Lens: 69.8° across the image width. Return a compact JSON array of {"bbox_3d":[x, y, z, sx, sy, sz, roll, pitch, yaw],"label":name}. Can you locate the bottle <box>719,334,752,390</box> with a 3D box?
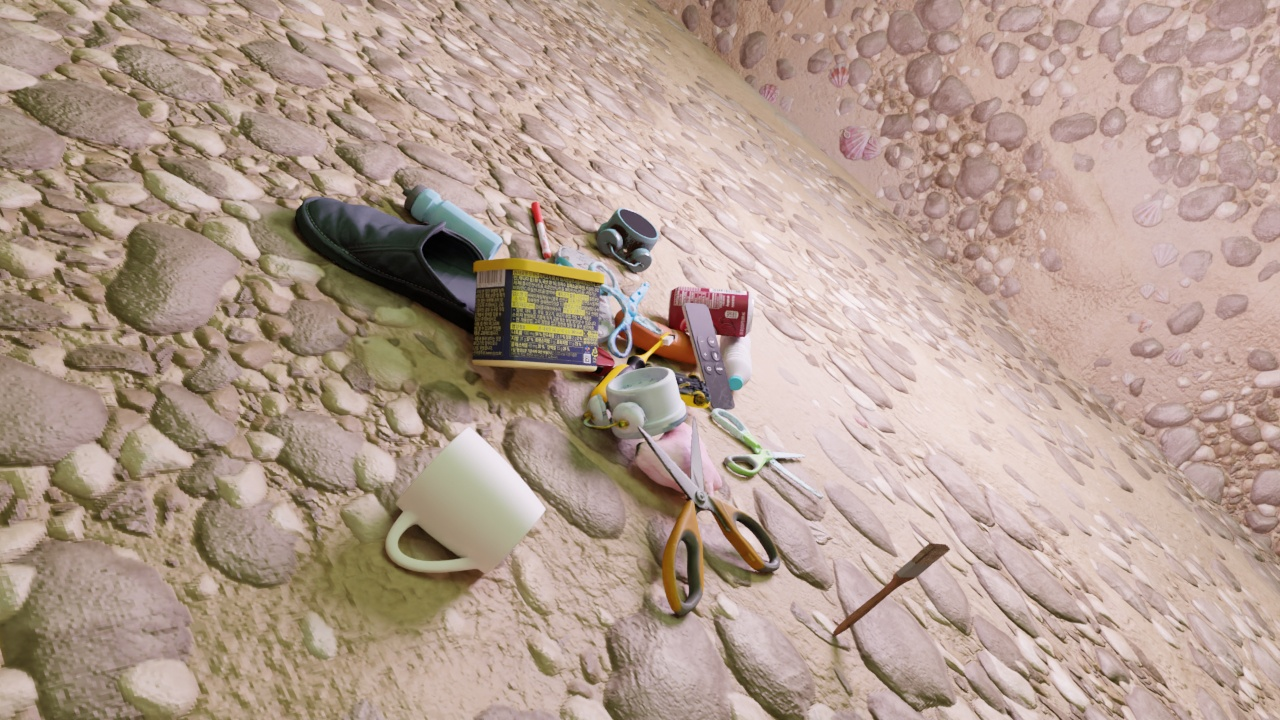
[{"bbox_3d":[0.130,0.000,1.255,0.044,0.044,0.136,31,26,-11],"label":"bottle"}]

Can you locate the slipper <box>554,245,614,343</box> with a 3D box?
[{"bbox_3d":[-0.067,-0.094,1.145,0.098,0.055,0.268,28,22,-12],"label":"slipper"}]

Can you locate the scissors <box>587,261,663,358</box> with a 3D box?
[{"bbox_3d":[-0.019,-0.056,1.097,0.134,0.011,0.139,37,47,-37],"label":"scissors"}]

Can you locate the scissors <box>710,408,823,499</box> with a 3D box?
[{"bbox_3d":[0.152,0.112,1.129,0.171,0.024,0.165,6,33,-50],"label":"scissors"}]

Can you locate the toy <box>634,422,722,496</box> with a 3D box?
[{"bbox_3d":[0.045,0.107,0.963,0.093,0.050,0.102,44,32,6],"label":"toy"}]

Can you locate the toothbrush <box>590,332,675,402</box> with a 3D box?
[{"bbox_3d":[-0.006,0.006,1.069,0.031,0.031,0.196,10,27,24],"label":"toothbrush"}]

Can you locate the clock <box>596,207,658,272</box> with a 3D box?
[{"bbox_3d":[-0.019,-0.178,1.360,0.090,0.053,0.124,29,29,-14],"label":"clock"}]

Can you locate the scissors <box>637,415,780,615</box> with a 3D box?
[{"bbox_3d":[0.067,0.156,0.895,0.229,0.016,0.224,36,41,-32],"label":"scissors"}]

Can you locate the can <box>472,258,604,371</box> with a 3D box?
[{"bbox_3d":[-0.106,-0.044,0.950,0.075,0.104,0.135,1,-2,42],"label":"can"}]

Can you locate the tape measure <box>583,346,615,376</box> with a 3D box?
[{"bbox_3d":[-0.055,0.001,1.051,0.051,0.019,0.059,21,19,-28],"label":"tape measure"}]

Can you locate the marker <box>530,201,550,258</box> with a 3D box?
[{"bbox_3d":[-0.137,-0.180,1.264,0.012,0.013,0.142,21,30,-28],"label":"marker"}]

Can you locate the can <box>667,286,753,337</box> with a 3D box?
[{"bbox_3d":[0.096,-0.067,1.260,0.114,0.063,0.063,5,28,4],"label":"can"}]

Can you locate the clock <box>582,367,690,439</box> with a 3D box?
[{"bbox_3d":[-0.006,0.050,0.962,0.117,0.057,0.083,-25,21,-34],"label":"clock"}]

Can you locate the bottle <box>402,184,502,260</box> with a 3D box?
[{"bbox_3d":[-0.228,-0.165,1.093,0.130,0.040,0.040,35,26,-3],"label":"bottle"}]

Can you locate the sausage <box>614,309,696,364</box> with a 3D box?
[{"bbox_3d":[0.033,-0.027,1.179,0.164,0.044,0.039,18,3,-36],"label":"sausage"}]

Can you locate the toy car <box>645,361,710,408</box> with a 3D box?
[{"bbox_3d":[0.035,0.031,1.099,0.107,0.030,0.049,15,31,-12],"label":"toy car"}]

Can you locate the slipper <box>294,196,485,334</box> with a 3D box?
[{"bbox_3d":[-0.225,-0.116,0.967,0.265,0.084,0.108,29,29,-11],"label":"slipper"}]

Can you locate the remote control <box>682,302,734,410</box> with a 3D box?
[{"bbox_3d":[0.087,-0.005,1.180,0.045,0.008,0.146,2,68,-43],"label":"remote control"}]

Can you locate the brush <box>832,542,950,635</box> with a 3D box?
[{"bbox_3d":[0.241,0.226,0.899,0.045,0.143,0.008,17,32,-51],"label":"brush"}]

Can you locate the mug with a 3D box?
[{"bbox_3d":[-0.137,0.121,0.701,0.087,0.081,0.114,43,57,-1],"label":"mug"}]
